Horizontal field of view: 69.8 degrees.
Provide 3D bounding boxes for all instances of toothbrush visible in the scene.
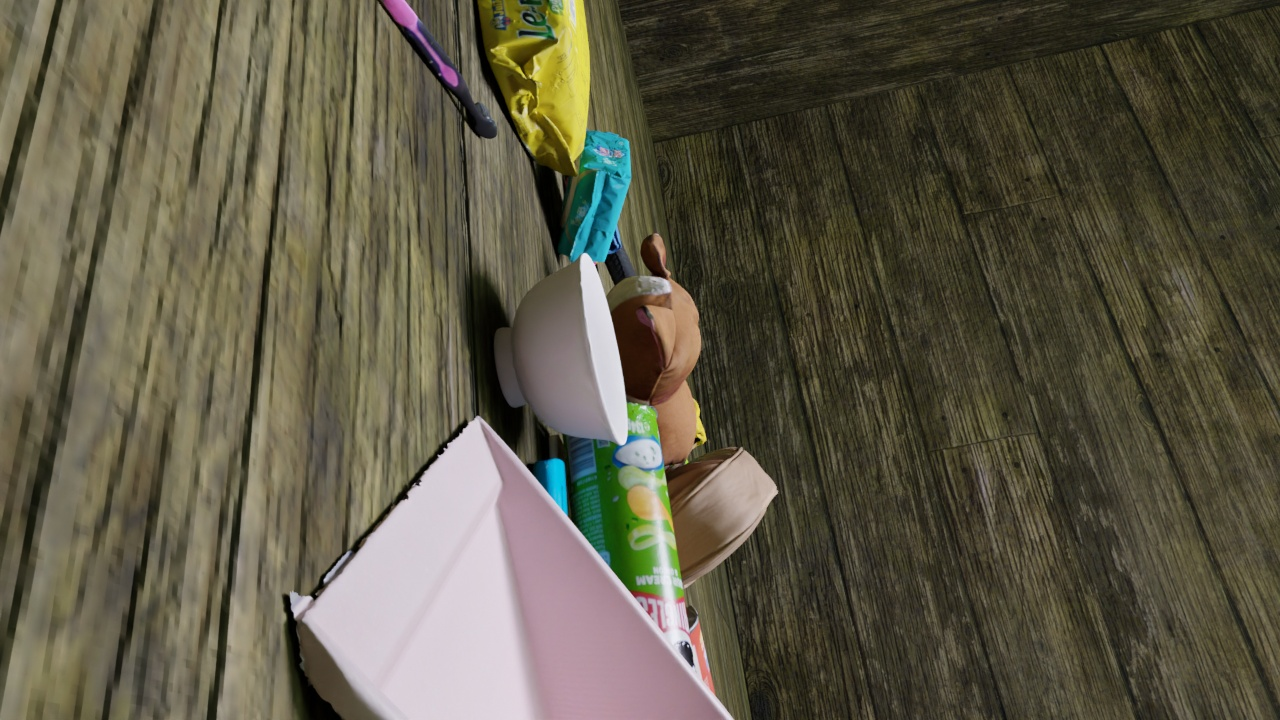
[{"bbox_3d":[-0.114,-0.171,0.530,0.189,0.014,0.017,50,20,-78],"label":"toothbrush"}]

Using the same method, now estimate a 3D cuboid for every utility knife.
[{"bbox_3d":[-0.047,0.157,0.539,0.034,0.018,0.218,69,12,-62],"label":"utility knife"}]

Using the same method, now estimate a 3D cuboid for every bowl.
[{"bbox_3d":[-0.051,-0.001,0.559,0.118,0.065,0.118,-10,89,-85],"label":"bowl"}]

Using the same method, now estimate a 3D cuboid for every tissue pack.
[{"bbox_3d":[-0.044,-0.155,0.860,0.133,0.050,0.093,-94,-159,-60],"label":"tissue pack"}]

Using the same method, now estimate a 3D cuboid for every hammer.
[{"bbox_3d":[0.008,-0.033,1.044,0.129,0.033,0.300,72,-4,-63],"label":"hammer"}]

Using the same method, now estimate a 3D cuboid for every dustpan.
[{"bbox_3d":[-0.001,0.157,0.385,0.222,0.139,0.273,-77,156,-75],"label":"dustpan"}]

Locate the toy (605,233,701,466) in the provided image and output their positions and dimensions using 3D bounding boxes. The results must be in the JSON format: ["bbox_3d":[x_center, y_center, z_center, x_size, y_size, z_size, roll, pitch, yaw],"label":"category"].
[{"bbox_3d":[-0.005,0.005,0.783,0.140,0.130,0.200,-98,-165,-46],"label":"toy"}]

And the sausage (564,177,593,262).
[{"bbox_3d":[-0.062,-0.129,0.943,0.020,0.020,0.155,64,16,-69],"label":"sausage"}]

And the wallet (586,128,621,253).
[{"bbox_3d":[-0.054,-0.197,1.023,0.106,0.040,0.133,67,5,-73],"label":"wallet"}]

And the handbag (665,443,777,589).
[{"bbox_3d":[0.050,0.144,0.864,0.100,0.148,0.204,51,10,9],"label":"handbag"}]

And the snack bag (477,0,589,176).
[{"bbox_3d":[-0.088,-0.295,0.764,0.158,0.068,0.246,61,20,-71],"label":"snack bag"}]

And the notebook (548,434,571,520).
[{"bbox_3d":[-0.038,0.175,0.643,0.148,0.008,0.207,71,9,-53],"label":"notebook"}]

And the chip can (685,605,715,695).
[{"bbox_3d":[0.037,0.319,0.790,0.073,0.073,0.217,-80,158,-74],"label":"chip can"}]

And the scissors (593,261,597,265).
[{"bbox_3d":[-0.050,-0.080,0.989,0.134,0.017,0.133,-93,173,-72],"label":"scissors"}]

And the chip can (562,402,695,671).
[{"bbox_3d":[-0.008,0.144,0.594,0.072,0.072,0.235,67,13,-64],"label":"chip can"}]

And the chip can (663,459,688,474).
[{"bbox_3d":[0.015,0.109,0.976,0.221,0.072,0.072,68,12,-64],"label":"chip can"}]
